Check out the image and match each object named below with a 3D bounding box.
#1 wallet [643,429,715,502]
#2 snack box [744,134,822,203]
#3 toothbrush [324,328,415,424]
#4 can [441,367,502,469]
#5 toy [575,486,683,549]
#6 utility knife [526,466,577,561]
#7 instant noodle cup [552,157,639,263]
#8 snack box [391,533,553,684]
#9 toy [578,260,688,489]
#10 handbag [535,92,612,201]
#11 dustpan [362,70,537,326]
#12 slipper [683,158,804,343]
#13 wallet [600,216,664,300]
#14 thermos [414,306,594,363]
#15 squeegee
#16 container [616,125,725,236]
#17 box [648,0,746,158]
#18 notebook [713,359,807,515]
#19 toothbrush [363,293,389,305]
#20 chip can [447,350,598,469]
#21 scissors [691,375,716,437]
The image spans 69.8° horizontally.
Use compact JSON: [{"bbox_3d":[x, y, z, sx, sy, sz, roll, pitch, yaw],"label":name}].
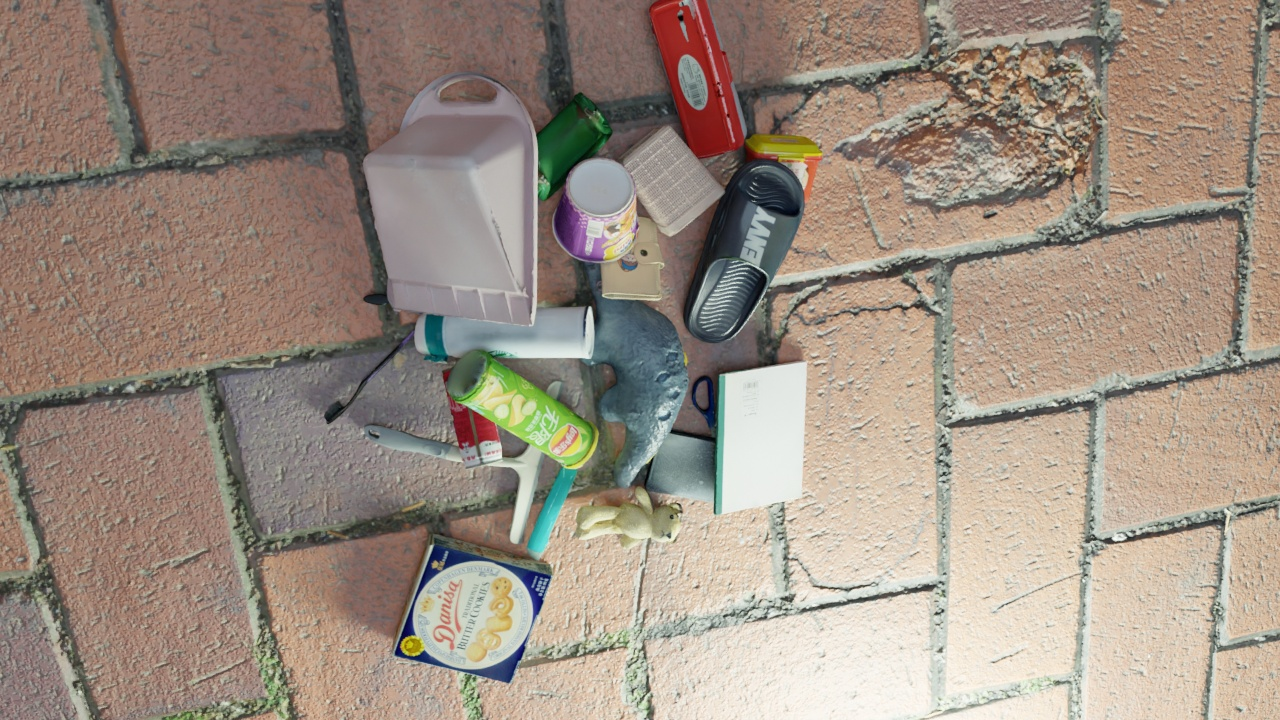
[{"bbox_3d":[0.073,0.152,1.306,0.121,0.019,0.097,12,107,-7],"label":"wallet"},{"bbox_3d":[0.182,-0.246,1.189,0.091,0.082,0.080,1,115,-8],"label":"snack box"},{"bbox_3d":[-0.348,0.013,1.201,0.017,0.014,0.189,45,93,6],"label":"toothbrush"},{"bbox_3d":[-0.218,0.072,1.196,0.053,0.053,0.132,-13,88,-6],"label":"can"},{"bbox_3d":[-0.016,0.229,1.292,0.157,0.066,0.105,3,110,-18],"label":"toy"},{"bbox_3d":[-0.124,0.209,1.297,0.029,0.013,0.161,22,98,-18],"label":"utility knife"},{"bbox_3d":[-0.052,-0.190,1.129,0.111,0.099,0.111,2,69,-6],"label":"instant noodle cup"},{"bbox_3d":[-0.238,0.353,1.299,0.182,0.046,0.178,18,101,-15],"label":"snack box"},{"bbox_3d":[-0.007,0.007,1.228,0.138,0.091,0.356,-6,107,20],"label":"toy"},{"bbox_3d":[-0.095,-0.258,1.114,0.131,0.120,0.068,-43,102,5],"label":"handbag"},{"bbox_3d":[-0.207,-0.191,1.100,0.223,0.138,0.274,10,128,25],"label":"dustpan"},{"bbox_3d":[0.135,-0.123,1.179,0.110,0.083,0.269,14,121,-13],"label":"slipper"},{"bbox_3d":[-0.011,-0.134,1.184,0.087,0.024,0.115,3,68,-21],"label":"wallet"},{"bbox_3d":[-0.174,-0.033,1.166,0.224,0.073,0.073,0,106,6],"label":"thermos"},{"bbox_3d":[-0.249,0.122,1.235,0.246,0.039,0.247,14,102,-13],"label":"squeegee"},{"bbox_3d":[0.033,-0.230,1.162,0.090,0.090,0.111,-39,105,2],"label":"container"},{"bbox_3d":[0.079,-0.362,1.156,0.095,0.091,0.201,-5,113,37],"label":"box"},{"bbox_3d":[0.170,0.110,1.297,0.150,0.012,0.209,-8,108,-26],"label":"notebook"},{"bbox_3d":[-0.262,-0.077,1.193,0.189,0.016,0.014,1,96,-13],"label":"toothbrush"},{"bbox_3d":[-0.149,0.064,1.181,0.072,0.072,0.221,-49,130,5],"label":"chip can"},{"bbox_3d":[0.098,0.099,1.306,0.128,0.012,0.173,25,101,-18],"label":"scissors"}]
